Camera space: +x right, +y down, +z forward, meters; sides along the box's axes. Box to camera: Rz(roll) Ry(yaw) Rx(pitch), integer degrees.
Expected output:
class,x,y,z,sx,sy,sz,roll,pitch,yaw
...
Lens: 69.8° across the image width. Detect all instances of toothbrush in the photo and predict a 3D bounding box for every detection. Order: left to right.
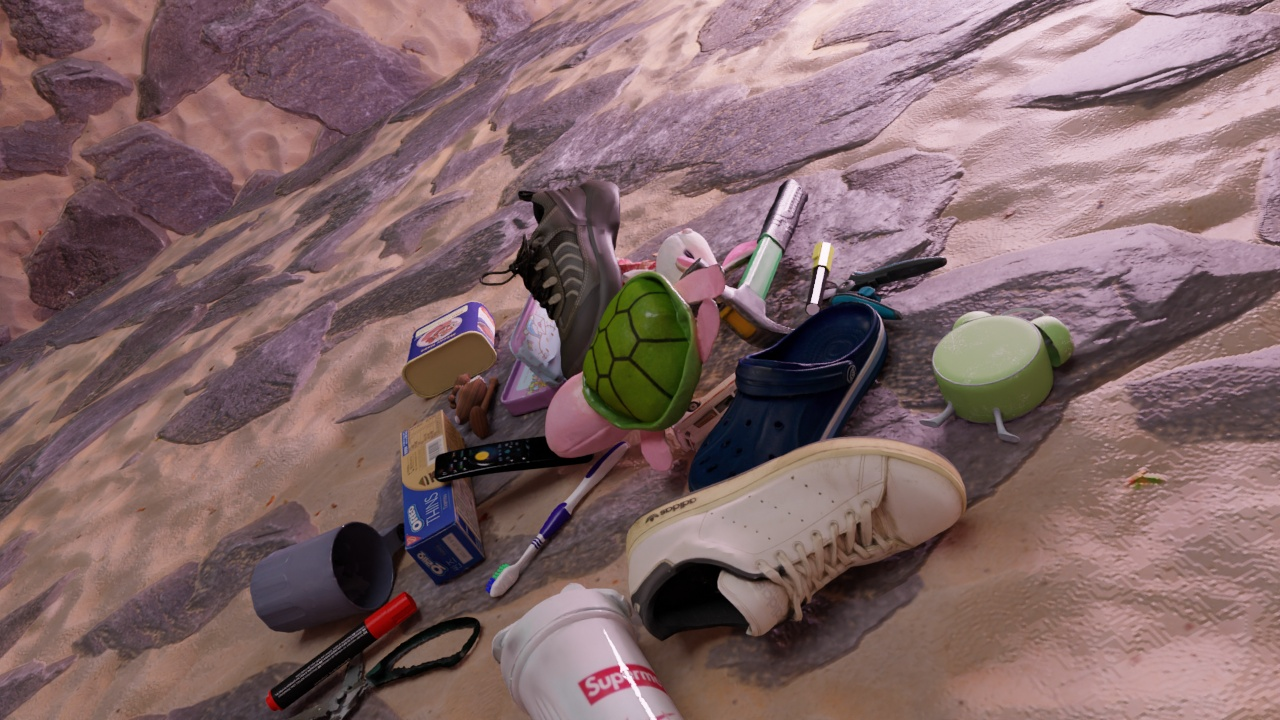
class,x,y,z,sx,sy,sz,roll,pitch,yaw
toothbrush,-0.073,0.139,0.827,0.016,0.015,0.186,6,47,52

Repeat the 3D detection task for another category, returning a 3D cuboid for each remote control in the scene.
class,x,y,z,sx,sy,sz,roll,pitch,yaw
remote control,-0.120,0.093,0.876,0.152,0.020,0.041,-7,32,-6

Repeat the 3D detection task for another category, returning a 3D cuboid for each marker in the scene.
class,x,y,z,sx,sy,sz,roll,pitch,yaw
marker,-0.262,0.256,0.807,0.145,0.021,0.023,-36,-7,-9
marker,0.174,-0.082,0.898,0.018,0.021,0.123,-31,19,32

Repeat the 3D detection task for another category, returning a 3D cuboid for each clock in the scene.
class,x,y,z,sx,sy,sz,roll,pitch,yaw
clock,0.270,0.001,0.695,0.094,0.042,0.119,9,49,46

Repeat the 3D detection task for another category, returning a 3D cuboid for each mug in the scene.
class,x,y,z,sx,sy,sz,roll,pitch,yaw
mug,-0.295,0.202,0.886,0.104,0.084,0.123,-21,9,20

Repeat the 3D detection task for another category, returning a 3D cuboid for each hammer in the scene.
class,x,y,z,sx,sy,sz,roll,pitch,yaw
hammer,0.132,-0.113,0.932,0.032,0.130,0.317,-46,9,35

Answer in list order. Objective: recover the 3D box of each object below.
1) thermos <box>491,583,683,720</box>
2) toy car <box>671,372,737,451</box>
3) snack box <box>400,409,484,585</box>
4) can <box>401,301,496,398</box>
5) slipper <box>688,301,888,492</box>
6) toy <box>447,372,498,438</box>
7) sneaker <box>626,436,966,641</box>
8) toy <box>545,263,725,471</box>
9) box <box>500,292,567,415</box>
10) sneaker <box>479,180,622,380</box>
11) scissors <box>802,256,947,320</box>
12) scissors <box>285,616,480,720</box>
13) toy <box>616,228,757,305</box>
class,x,y,z,sx,sy,sz,roll,pitch,yaw
thermos,-0.015,0.232,0.581,0.099,0.099,0.220,-37,36,-9
toy car,0.080,0.040,0.815,0.113,0.039,0.039,-37,52,-9
snack box,-0.202,0.131,0.913,0.057,0.056,0.206,-29,31,0
can,-0.238,-0.017,1.154,0.116,0.056,0.092,-27,30,9
slipper,0.113,0.028,0.749,0.105,0.095,0.252,8,46,44
toy,-0.191,0.047,1.040,0.055,0.042,0.101,-3,27,4
sneaker,0.097,0.128,0.612,0.242,0.089,0.102,-20,27,18
toy,-0.005,0.005,0.798,0.239,0.087,0.190,-43,50,41
box,-0.112,-0.046,1.048,0.089,0.092,0.213,-16,34,24
sneaker,-0.094,-0.088,0.944,0.143,0.101,0.237,3,64,-9
scissors,0.218,-0.069,0.851,0.124,0.019,0.155,-33,24,9
scissors,-0.219,0.287,0.744,0.202,0.015,0.201,-27,29,9
toy,0.037,-0.098,0.998,0.195,0.084,0.158,-4,12,42
